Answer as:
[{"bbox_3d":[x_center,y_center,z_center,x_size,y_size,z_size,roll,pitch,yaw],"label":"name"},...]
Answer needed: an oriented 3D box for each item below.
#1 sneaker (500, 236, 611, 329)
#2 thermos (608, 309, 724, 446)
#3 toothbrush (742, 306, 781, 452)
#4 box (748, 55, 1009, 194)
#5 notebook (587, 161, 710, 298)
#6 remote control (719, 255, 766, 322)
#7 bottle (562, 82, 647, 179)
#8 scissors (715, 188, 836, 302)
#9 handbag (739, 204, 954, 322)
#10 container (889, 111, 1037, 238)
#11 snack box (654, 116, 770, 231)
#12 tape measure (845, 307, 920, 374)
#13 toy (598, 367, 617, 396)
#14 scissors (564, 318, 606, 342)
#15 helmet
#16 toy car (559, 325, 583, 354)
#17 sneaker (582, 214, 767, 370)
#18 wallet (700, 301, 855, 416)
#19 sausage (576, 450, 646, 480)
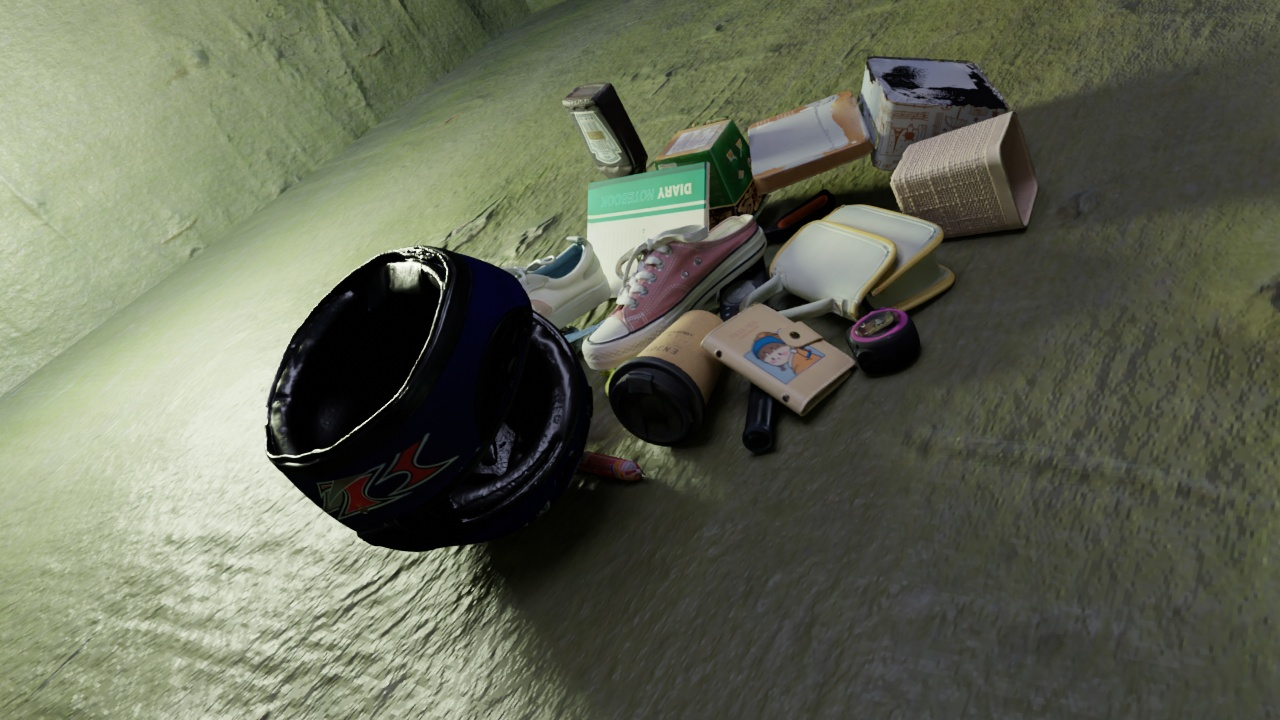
[{"bbox_3d":[-0.141,-0.067,1.054,0.241,0.091,0.090,-33,32,-27],"label":"sneaker"},{"bbox_3d":[0.034,0.012,0.851,0.093,0.093,0.142,-8,27,33],"label":"thermos"},{"bbox_3d":[0.117,0.008,0.844,0.027,0.026,0.212,12,36,5],"label":"toothbrush"},{"bbox_3d":[0.251,-0.263,1.029,0.259,0.110,0.178,3,34,4],"label":"box"},{"bbox_3d":[0.004,-0.149,1.091,0.012,0.150,0.210,0,2,-42],"label":"notebook"},{"bbox_3d":[0.111,-0.077,0.980,0.053,0.024,0.136,-17,39,20],"label":"remote control"},{"bbox_3d":[-0.024,-0.249,1.138,0.080,0.195,0.044,14,53,47],"label":"bottle"},{"bbox_3d":[0.128,-0.144,1.087,0.221,0.022,0.234,-21,32,22],"label":"scissors"},{"bbox_3d":[0.184,-0.082,0.881,0.178,0.063,0.163,-30,27,-11],"label":"handbag"},{"bbox_3d":[0.316,-0.176,0.901,0.111,0.090,0.089,-8,35,39],"label":"container"},{"bbox_3d":[0.079,-0.220,1.105,0.118,0.106,0.117,-5,36,34],"label":"snack box"},{"bbox_3d":[0.209,-0.019,0.789,0.058,0.039,0.057,-22,29,11],"label":"tape measure"},{"bbox_3d":[-0.006,0.006,0.949,0.096,0.031,0.100,-41,30,-25],"label":"toy"},{"bbox_3d":[-0.049,-0.042,1.054,0.137,0.017,0.073,-17,31,-6],"label":"scissors"},{"bbox_3d":[-0.160,0.043,0.795,0.316,0.240,0.246,-12,57,46],"label":"helmet"},{"bbox_3d":[-0.124,-0.006,1.069,0.120,0.037,0.054,-18,28,2],"label":"toy car"},{"bbox_3d":[0.025,-0.087,0.949,0.240,0.088,0.118,-40,25,-14],"label":"sneaker"},{"bbox_3d":[0.124,-0.005,0.815,0.087,0.024,0.115,-36,54,-29],"label":"wallet"},{"bbox_3d":[-0.050,0.094,0.858,0.156,0.020,0.020,7,44,47],"label":"sausage"}]
